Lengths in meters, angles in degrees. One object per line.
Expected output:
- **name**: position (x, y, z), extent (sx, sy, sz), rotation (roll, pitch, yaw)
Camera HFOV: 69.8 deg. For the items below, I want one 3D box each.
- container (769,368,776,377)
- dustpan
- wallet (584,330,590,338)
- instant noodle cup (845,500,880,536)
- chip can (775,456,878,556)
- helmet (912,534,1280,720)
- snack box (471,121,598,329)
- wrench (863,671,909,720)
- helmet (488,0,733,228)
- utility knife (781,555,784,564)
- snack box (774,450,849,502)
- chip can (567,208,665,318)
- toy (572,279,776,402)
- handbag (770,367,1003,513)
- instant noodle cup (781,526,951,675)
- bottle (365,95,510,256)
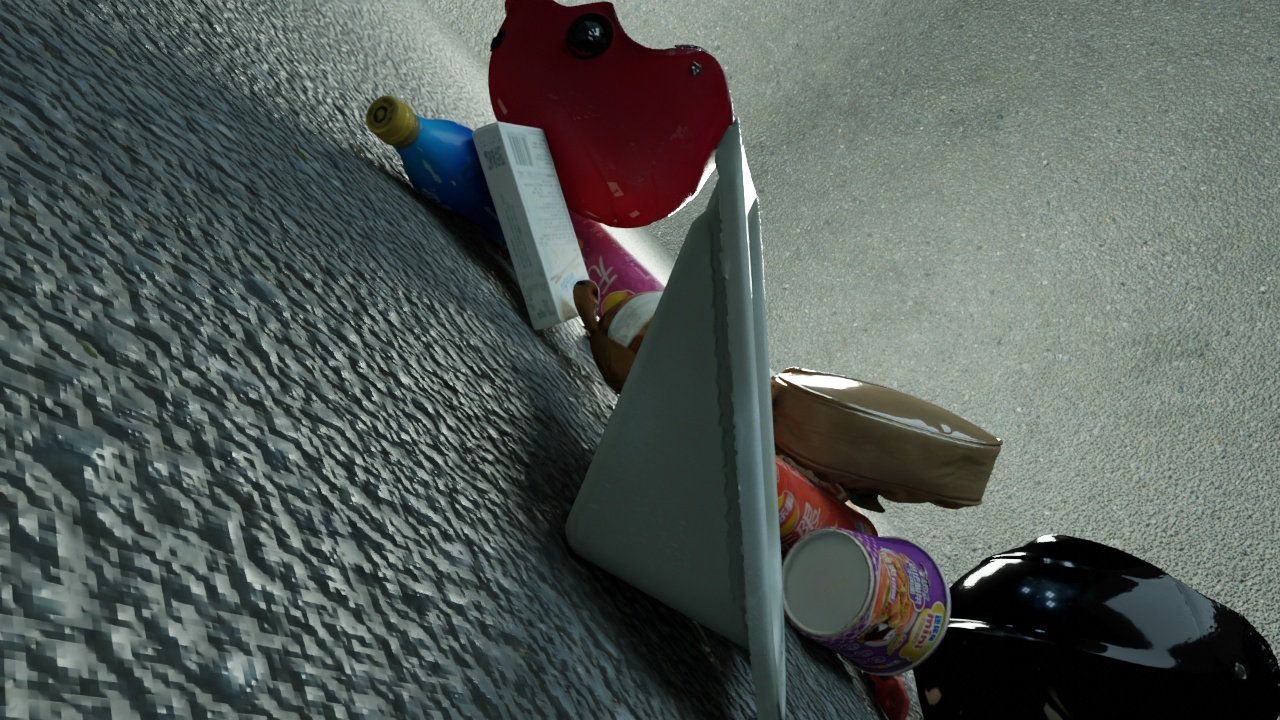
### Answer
- **container**: position (0.140, 0.047, 1.226), extent (0.090, 0.090, 0.111), rotation (45, 11, -20)
- **dustpan**: position (0.064, 0.044, 0.481), extent (0.142, 0.258, 0.222), rotation (26, 6, 8)
- **wallet**: position (-0.005, 0.005, 0.902), extent (0.101, 0.020, 0.115), rotation (48, 10, 6)
- **instant noodle cup**: position (0.210, 0.175, 1.079), extent (0.194, 0.066, 0.193), rotation (46, 9, -10)
- **chip can**: position (0.126, 0.128, 0.768), extent (0.216, 0.073, 0.073), rotation (33, 17, -46)
- **helmet**: position (0.344, 0.282, 0.738), extent (0.234, 0.229, 0.274), rotation (144, -63, -66)
- **snack box**: position (-0.080, -0.106, 0.721), extent (0.084, 0.027, 0.157), rotation (-30, 104, -70)
- **wrench**: position (0.191, 0.226, 0.826), extent (0.016, 0.056, 0.273), rotation (10, 21, -7)
- **helmet**: position (-0.045, -0.208, 0.820), extent (0.240, 0.143, 0.207), rotation (27, -11, 1)
- **utility knife**: position (0.097, 0.137, 0.817), extent (0.196, 0.020, 0.031), rotation (50, 12, 14)
- **snack box**: position (0.158, 0.103, 0.919), extent (0.113, 0.127, 0.044), rotation (49, 8, 1)
- **chip can**: position (-0.045, -0.092, 0.891), extent (0.210, 0.071, 0.071), rotation (45, 7, 13)
- **toy**: position (0.031, -0.001, 0.737), extent (0.140, 0.130, 0.199), rotation (27, -2, 37)
- **handbag**: position (0.205, 0.072, 0.814), extent (0.204, 0.100, 0.147), rotation (16, 10, -14)
- **instant noodle cup**: position (0.166, 0.180, 0.706), extent (0.099, 0.112, 0.111), rotation (28, 20, -43)
- **bottle**: position (-0.136, -0.145, 0.733), extent (0.065, 0.065, 0.218), rotation (53, 9, 26)
